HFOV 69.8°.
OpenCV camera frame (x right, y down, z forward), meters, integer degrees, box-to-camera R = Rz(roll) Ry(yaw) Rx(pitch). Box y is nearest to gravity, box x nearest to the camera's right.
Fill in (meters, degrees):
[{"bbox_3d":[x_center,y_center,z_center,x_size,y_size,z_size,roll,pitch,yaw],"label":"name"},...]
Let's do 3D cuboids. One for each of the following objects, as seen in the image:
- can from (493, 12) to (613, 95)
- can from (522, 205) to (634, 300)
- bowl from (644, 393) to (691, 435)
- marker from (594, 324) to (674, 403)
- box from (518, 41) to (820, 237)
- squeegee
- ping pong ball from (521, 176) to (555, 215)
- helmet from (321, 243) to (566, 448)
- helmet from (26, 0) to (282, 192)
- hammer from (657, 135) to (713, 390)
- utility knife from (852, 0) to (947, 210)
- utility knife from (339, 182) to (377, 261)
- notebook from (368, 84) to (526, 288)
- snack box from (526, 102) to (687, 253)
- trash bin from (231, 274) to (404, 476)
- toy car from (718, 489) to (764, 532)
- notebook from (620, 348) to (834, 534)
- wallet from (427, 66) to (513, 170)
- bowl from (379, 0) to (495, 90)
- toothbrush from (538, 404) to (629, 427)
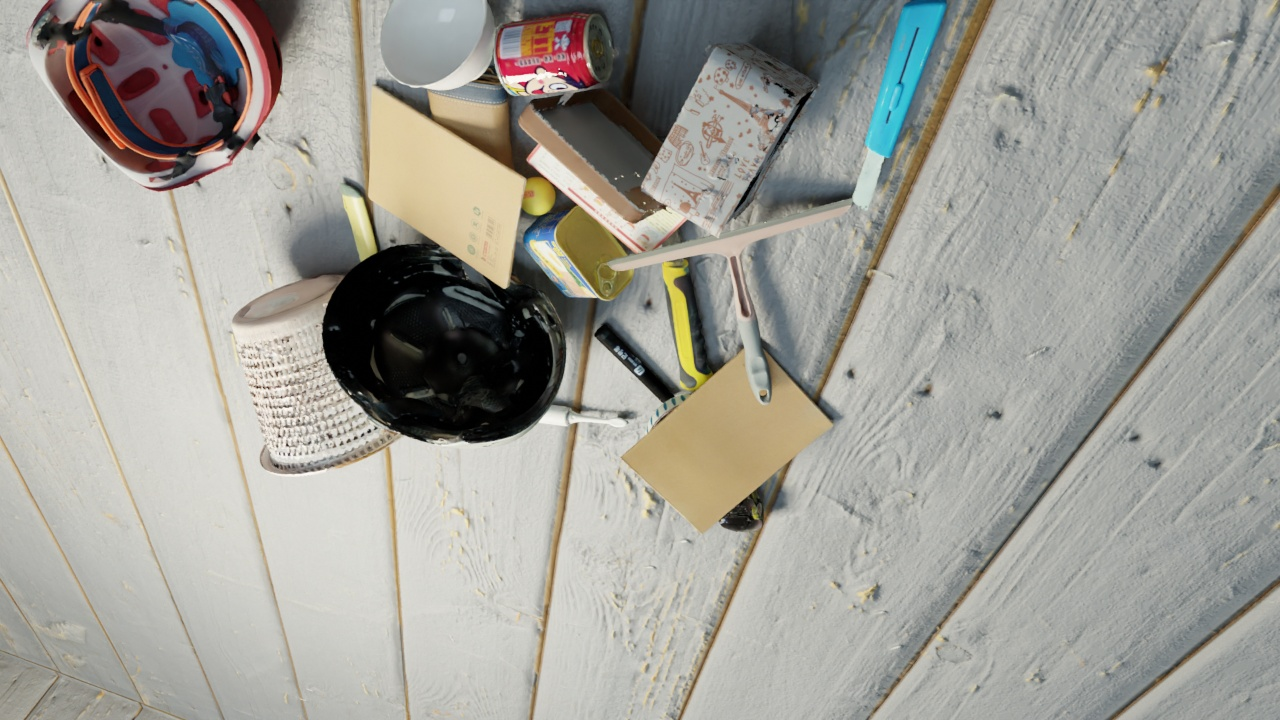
[{"bbox_3d":[-0.079,-0.281,0.842,0.094,0.066,0.066,0,131,21],"label":"can"},{"bbox_3d":[-0.068,-0.113,0.982,0.102,0.057,0.083,51,157,-25],"label":"can"},{"bbox_3d":[0.060,0.090,1.119,0.116,0.066,0.116,-3,112,-7],"label":"bowl"},{"bbox_3d":[-0.007,0.007,1.116,0.132,0.020,0.022,45,160,-22],"label":"marker"},{"bbox_3d":[0.025,-0.211,0.782,0.193,0.182,0.157,33,115,3],"label":"box"},{"bbox_3d":[0.113,-0.049,0.986,0.248,0.040,0.250,-13,130,6],"label":"squeegee"},{"bbox_3d":[-0.110,-0.174,0.972,0.040,0.040,0.040,11,134,12],"label":"ping pong ball"},{"bbox_3d":[-0.214,-0.005,1.070,0.274,0.229,0.157,19,166,9],"label":"helmet"},{"bbox_3d":[-0.458,-0.305,0.921,0.240,0.143,0.207,-22,122,19],"label":"helmet"},{"bbox_3d":[0.038,-0.093,0.997,0.126,0.031,0.324,4,133,18],"label":"hammer"},{"bbox_3d":[0.222,-0.220,0.813,0.034,0.018,0.205,13,134,5],"label":"utility knife"},{"bbox_3d":[-0.334,-0.124,1.122,0.031,0.021,0.207,13,129,15],"label":"utility knife"},{"bbox_3d":[-0.212,-0.183,0.979,0.208,0.008,0.148,34,136,16],"label":"notebook"},{"bbox_3d":[-0.029,-0.175,0.903,0.156,0.026,0.077,39,130,-12],"label":"snack box"},{"bbox_3d":[-0.403,0.007,1.153,0.228,0.226,0.192,-4,117,25],"label":"trash bin"},{"bbox_3d":[0.115,0.164,1.196,0.070,0.042,0.158,-4,125,25],"label":"toy car"},{"bbox_3d":[0.103,0.094,1.083,0.212,0.012,0.149,-42,110,10],"label":"notebook"},{"bbox_3d":[-0.173,-0.244,0.940,0.090,0.033,0.115,14,135,13],"label":"wallet"},{"bbox_3d":[-0.176,-0.298,0.857,0.118,0.118,0.064,-4,169,25],"label":"bowl"},{"bbox_3d":[-0.122,0.070,1.214,0.221,0.026,0.027,6,98,16],"label":"toothbrush"}]
